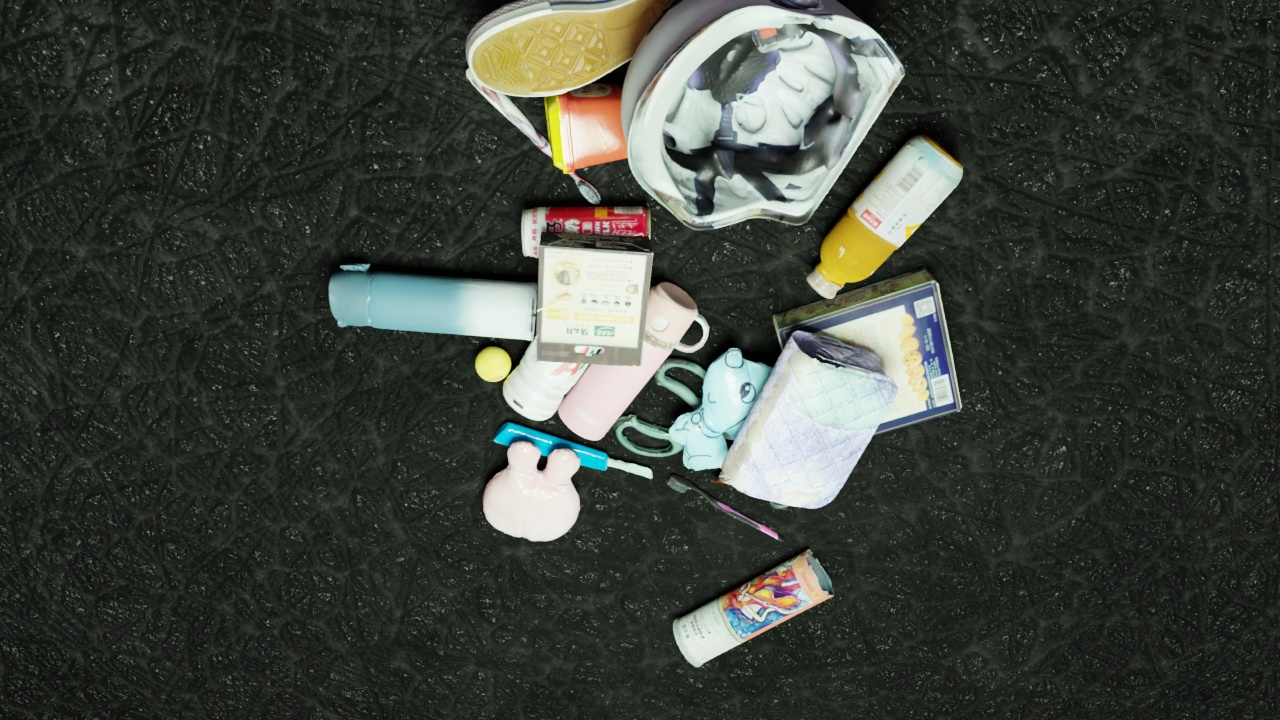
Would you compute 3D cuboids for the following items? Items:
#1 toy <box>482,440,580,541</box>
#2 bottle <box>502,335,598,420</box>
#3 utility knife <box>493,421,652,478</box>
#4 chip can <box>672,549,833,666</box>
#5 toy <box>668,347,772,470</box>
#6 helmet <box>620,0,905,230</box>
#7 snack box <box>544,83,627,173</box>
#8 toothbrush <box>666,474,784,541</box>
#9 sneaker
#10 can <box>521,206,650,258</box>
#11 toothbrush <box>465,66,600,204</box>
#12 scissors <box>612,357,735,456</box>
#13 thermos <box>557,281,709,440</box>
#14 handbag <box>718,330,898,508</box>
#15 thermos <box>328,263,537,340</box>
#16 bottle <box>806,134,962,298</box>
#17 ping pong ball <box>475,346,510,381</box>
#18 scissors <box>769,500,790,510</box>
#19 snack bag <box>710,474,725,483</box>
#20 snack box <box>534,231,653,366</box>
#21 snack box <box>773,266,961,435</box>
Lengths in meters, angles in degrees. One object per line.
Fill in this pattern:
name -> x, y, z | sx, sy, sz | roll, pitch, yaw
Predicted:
toy -> -0.129, 0.161, 1.131 | 0.121, 0.054, 0.160 | 14, 126, -11
bottle -> -0.078, -0.024, 1.020 | 0.068, 0.068, 0.197 | 30, 112, -18
utility knife -> -0.078, 0.115, 1.129 | 0.204, 0.018, 0.034 | 18, 131, -13
chip can -> 0.151, 0.334, 1.237 | 0.215, 0.071, 0.071 | -32, 117, 15
toy -> 0.106, 0.061, 1.069 | 0.156, 0.049, 0.161 | -22, 120, 8
helmet -> 0.089, -0.247, 0.831 | 0.258, 0.145, 0.230 | -1, 138, -27
snack box -> -0.049, -0.227, 0.887 | 0.080, 0.091, 0.082 | -7, 121, -6
toothbrush -> 0.112, 0.194, 1.186 | 0.189, 0.014, 0.018 | 31, 125, -19
sneaker -> -0.051, -0.317, 0.835 | 0.240, 0.087, 0.118 | -24, 144, -11
can -> -0.056, -0.134, 0.961 | 0.133, 0.053, 0.053 | -1, 121, -2
toothbrush -> -0.106, -0.224, 0.927 | 0.016, 0.017, 0.187 | -39, 115, 18
scissors -> 0.058, 0.059, 1.101 | 0.175, 0.019, 0.176 | 7, 119, -5
thermos -> -0.006, 0.006, 1.037 | 0.087, 0.067, 0.199 | 37, 113, -6
handbag -> 0.185, 0.069, 1.022 | 0.134, 0.075, 0.194 | 14, 118, -21
thermos -> -0.222, -0.063, 0.992 | 0.220, 0.070, 0.070 | 5, 120, -5
bottle -> 0.249, -0.145, 0.957 | 0.068, 0.068, 0.190 | 31, 115, -19
ping pong ball -> -0.168, 0.004, 1.047 | 0.040, 0.040, 0.040 | -1, 121, -2
scissors -> 0.215, 0.122, 1.146 | 0.150, 0.014, 0.171 | 12, 119, -10
snack bag -> 0.136, 0.126, 1.133 | 0.104, 0.026, 0.048 | -38, 159, 18
snack box -> -0.049, -0.063, 0.940 | 0.113, 0.053, 0.126 | 4, 120, -4
snack box -> 0.262, 0.003, 1.058 | 0.183, 0.045, 0.178 | -17, 120, 8
